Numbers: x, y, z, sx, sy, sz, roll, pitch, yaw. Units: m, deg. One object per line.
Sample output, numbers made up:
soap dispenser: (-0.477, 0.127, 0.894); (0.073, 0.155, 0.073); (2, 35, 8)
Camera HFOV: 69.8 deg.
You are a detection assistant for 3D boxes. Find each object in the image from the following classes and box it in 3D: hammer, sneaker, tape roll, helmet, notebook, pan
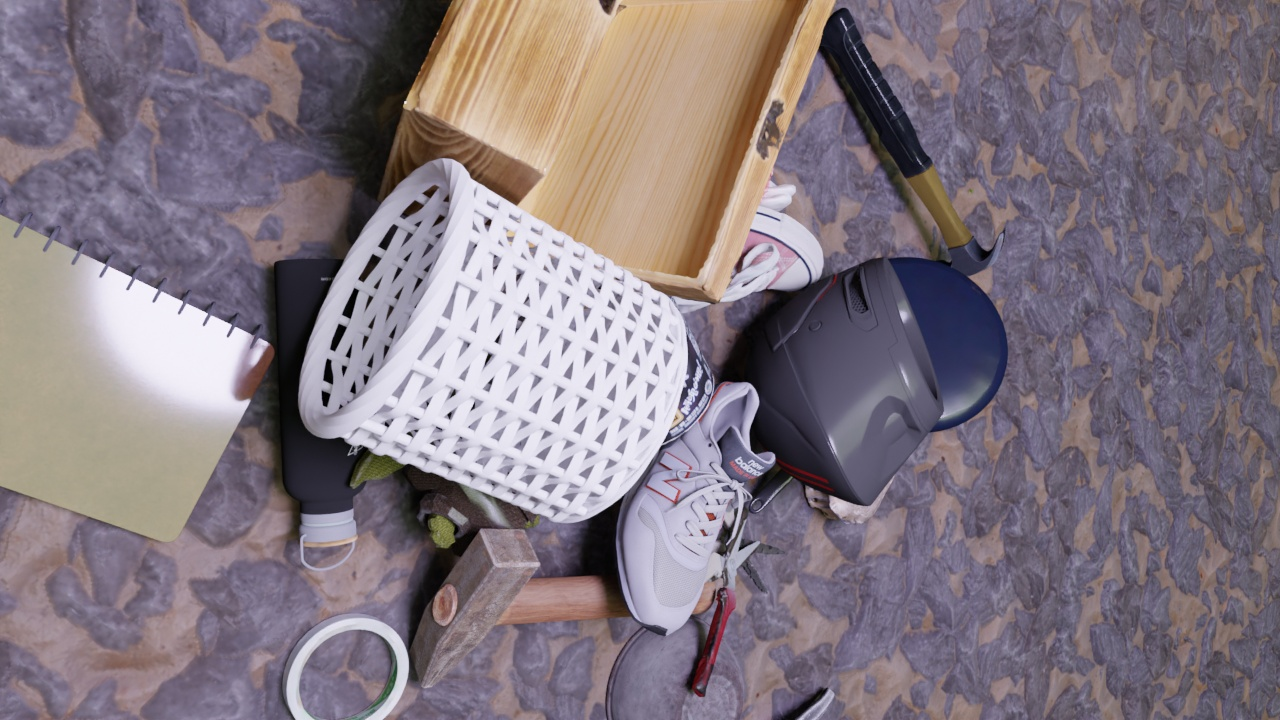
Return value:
hammer: (0.291, -0.230, 1.004); (0.025, 0.118, 0.333); (-44, 107, -27)
sneaker: (0.075, -0.093, 0.865); (0.240, 0.119, 0.087); (12, 64, -27)
tape roll: (-0.231, 0.248, 0.723); (0.093, 0.018, 0.094); (-1, 91, -32)
helmet: (0.183, 0.023, 0.870); (0.164, 0.170, 0.264); (53, 25, -33)
notebook: (-0.385, 0.006, 0.616); (0.225, 0.024, 0.167); (31, 76, -30)
sneaker: (0.053, 0.107, 0.787); (0.089, 0.125, 0.239); (34, 43, -30)
pan: (0.238, 0.033, 0.967); (0.356, 0.021, 0.199); (-44, 76, -11)
pan: (0.087, 0.400, 0.880); (0.055, 0.188, 0.355); (47, 39, 15)
hammer: (-0.046, 0.212, 0.803); (0.300, 0.037, 0.158); (11, 125, -42)

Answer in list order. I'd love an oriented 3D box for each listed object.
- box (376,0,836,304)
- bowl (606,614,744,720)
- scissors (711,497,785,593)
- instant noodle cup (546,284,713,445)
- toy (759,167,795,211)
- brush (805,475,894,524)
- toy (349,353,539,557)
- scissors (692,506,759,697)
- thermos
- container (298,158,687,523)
box: (-0.028, -0.209, 0.716); (0.263, 0.270, 0.279); (23, 78, -19)
bowl: (0.047, 0.322, 0.873); (0.144, 0.067, 0.145); (-1, 91, -33)
scissors: (0.084, 0.175, 0.926); (0.157, 0.013, 0.168); (-13, 99, -31)
instant noodle cup: (-0.005, 0.005, 0.801); (0.137, 0.137, 0.112); (-53, 124, -21)
toy: (0.068, -0.203, 0.868); (0.194, 0.084, 0.158); (42, 40, -26)
brush: (0.265, 0.053, 1.013); (0.083, 0.057, 0.270); (37, 72, -28)
toy: (-0.136, 0.084, 0.737); (0.153, 0.078, 0.178); (62, 40, -19)
scissors: (0.067, 0.217, 0.858); (0.179, 0.015, 0.194); (29, 58, -47)
thermos: (-0.238, 0.042, 0.688); (0.061, 0.061, 0.231); (-3, 92, -33)
container: (-0.098, -0.006, 0.617); (0.186, 0.190, 0.189); (28, 76, -33)
